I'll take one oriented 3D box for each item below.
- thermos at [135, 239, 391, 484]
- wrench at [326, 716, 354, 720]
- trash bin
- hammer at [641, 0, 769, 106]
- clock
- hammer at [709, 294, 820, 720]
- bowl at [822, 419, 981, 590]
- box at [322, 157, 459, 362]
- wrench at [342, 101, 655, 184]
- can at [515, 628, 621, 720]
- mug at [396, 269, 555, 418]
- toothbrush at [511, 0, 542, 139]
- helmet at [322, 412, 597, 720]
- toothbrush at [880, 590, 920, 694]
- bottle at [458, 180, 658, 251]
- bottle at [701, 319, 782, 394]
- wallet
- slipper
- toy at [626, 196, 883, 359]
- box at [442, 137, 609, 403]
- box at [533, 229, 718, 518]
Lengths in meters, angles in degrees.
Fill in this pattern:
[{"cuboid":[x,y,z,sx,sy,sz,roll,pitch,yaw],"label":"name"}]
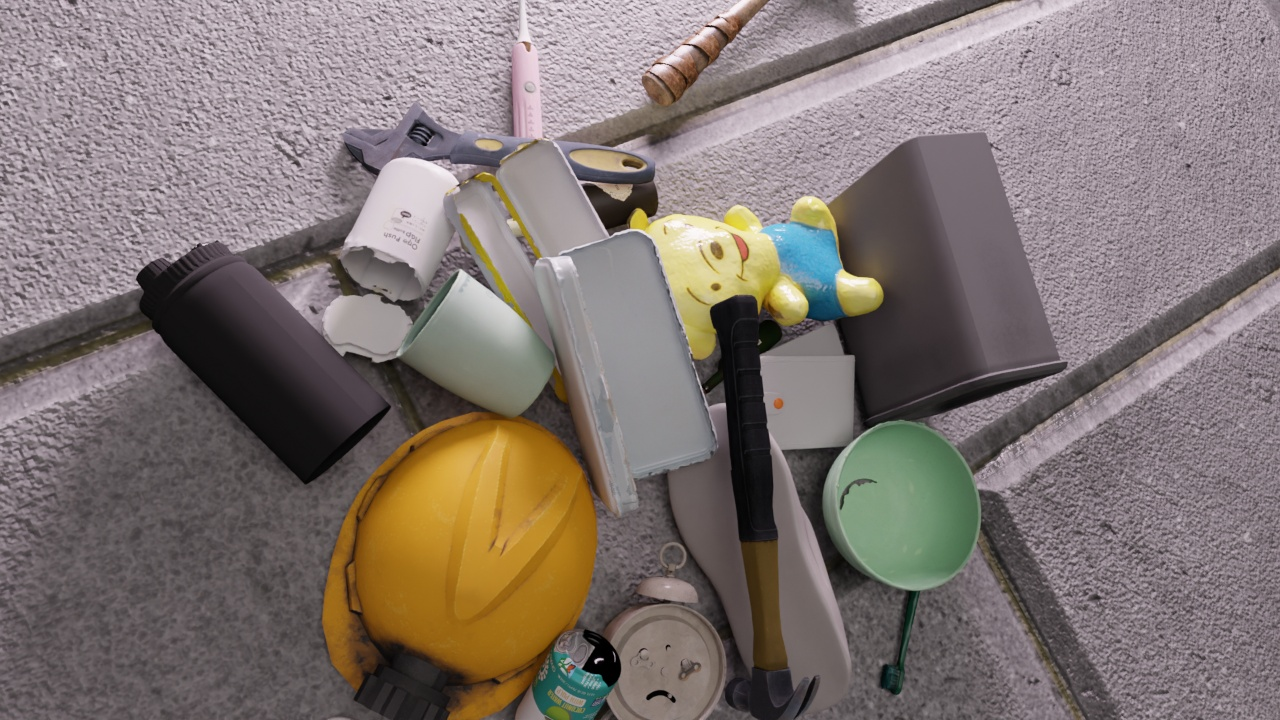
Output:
[{"cuboid":[-0.291,-0.007,0.696,0.198,0.086,0.086,46,67,-3],"label":"thermos"},{"cuboid":[-0.117,0.324,0.710,0.273,0.018,0.086,25,70,-10],"label":"wrench"},{"cuboid":[0.263,-0.067,0.848,0.097,0.192,0.219,-9,78,-21],"label":"trash bin"},{"cuboid":[0.115,-0.368,0.954,0.121,0.049,0.318,46,68,-6],"label":"hammer"},{"cuboid":[0.015,0.229,0.757,0.103,0.061,0.156,12,80,-16],"label":"clock"},{"cuboid":[0.090,0.114,0.723,0.025,0.118,0.333,-1,82,-23],"label":"hammer"},{"cuboid":[0.228,0.135,0.844,0.150,0.077,0.150,5,75,-18],"label":"bowl"},{"cuboid":[-0.203,-0.080,0.752,0.083,0.093,0.165,26,61,-15],"label":"box"},{"cuboid":[-0.122,-0.183,0.809,0.273,0.022,0.073,6,70,-6],"label":"wrench"},{"cuboid":[-0.057,0.255,0.699,0.055,0.102,0.054,21,28,-12],"label":"can"},{"cuboid":[-0.132,-0.007,0.737,0.104,0.111,0.084,37,70,-19],"label":"mug"},{"cuboid":[-0.108,-0.264,0.857,0.027,0.027,0.222,3,75,-30],"label":"toothbrush"},{"cuboid":[-0.121,0.147,0.692,0.205,0.132,0.254,29,68,-9],"label":"helmet"},{"cuboid":[0.255,0.218,0.866,0.017,0.016,0.189,22,70,-9],"label":"toothbrush"},{"cuboid":[-0.074,-0.130,0.825,0.184,0.045,0.045,-19,83,-22],"label":"bottle"},{"cuboid":[0.092,-0.001,0.860,0.105,0.025,0.025,-40,91,-23],"label":"bottle"},{"cuboid":[0.147,0.023,0.852,0.118,0.037,0.115,-1,93,-23],"label":"wallet"},{"cuboid":[0.110,0.166,0.800,0.113,0.080,0.265,-27,79,21],"label":"slipper"},{"cuboid":[0.097,-0.079,0.847,0.213,0.084,0.148,-10,58,-17],"label":"toy"},{"cuboid":[-0.073,-0.074,0.781,0.117,0.057,0.210,-34,104,-15],"label":"box"},{"cuboid":[0.000,0.001,0.735,0.127,0.106,0.215,-17,101,-16],"label":"box"}]
